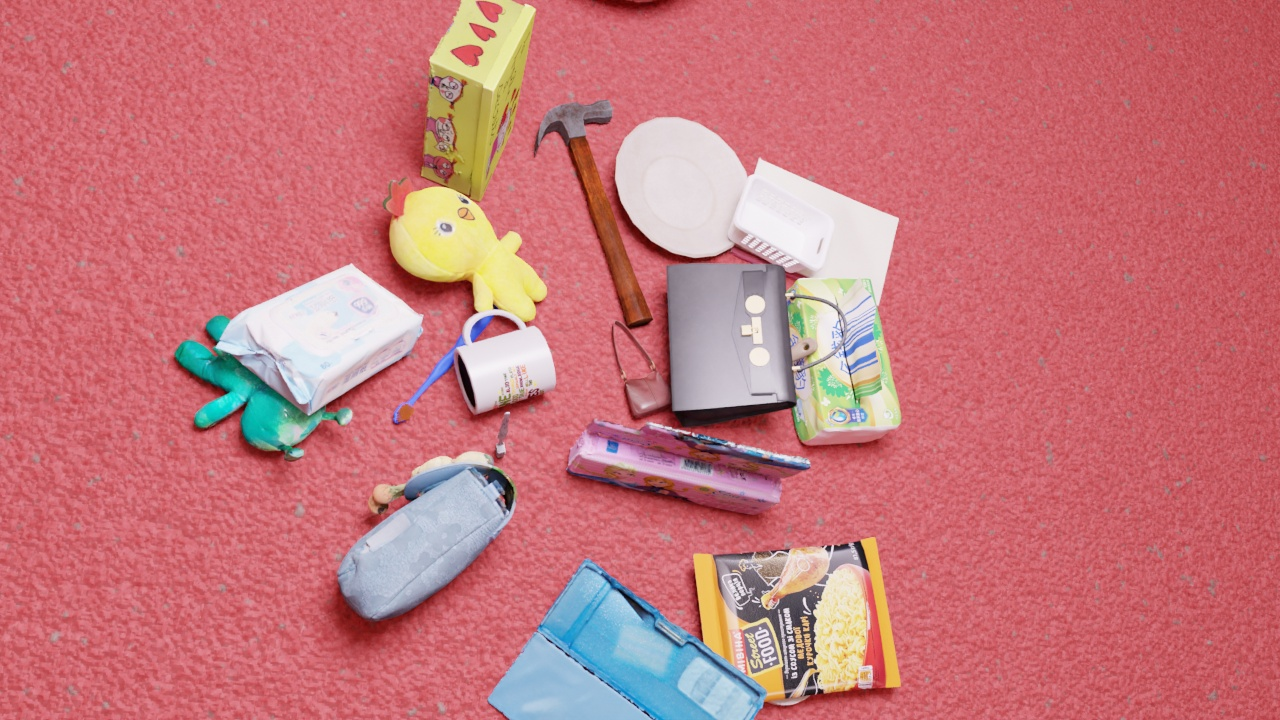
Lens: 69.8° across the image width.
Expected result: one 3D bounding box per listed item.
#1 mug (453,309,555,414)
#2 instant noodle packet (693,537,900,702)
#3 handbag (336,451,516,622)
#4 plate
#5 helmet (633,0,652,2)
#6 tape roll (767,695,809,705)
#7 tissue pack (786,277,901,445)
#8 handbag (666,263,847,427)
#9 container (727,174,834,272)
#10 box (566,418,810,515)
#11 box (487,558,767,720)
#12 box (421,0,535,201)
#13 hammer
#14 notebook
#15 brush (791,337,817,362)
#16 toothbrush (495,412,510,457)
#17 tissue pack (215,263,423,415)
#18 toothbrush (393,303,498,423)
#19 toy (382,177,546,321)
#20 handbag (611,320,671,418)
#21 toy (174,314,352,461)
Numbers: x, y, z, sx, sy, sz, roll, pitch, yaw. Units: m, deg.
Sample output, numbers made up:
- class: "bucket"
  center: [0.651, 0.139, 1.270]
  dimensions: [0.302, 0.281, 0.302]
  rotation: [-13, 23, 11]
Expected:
- class: "mug"
  center: [-0.151, -0.004, 0.991]
  dimensions: [0.089, 0.073, 0.105]
  rotation: [-17, 102, -21]
- class: "instant noodle packet"
  center: [0.171, 0.282, 0.992]
  dimensions: [0.220, 0.032, 0.159]
  rotation: [-2, 73, -16]
- class: "handbag"
  center: [-0.214, 0.164, 0.899]
  dimensions: [0.191, 0.122, 0.118]
  rotation: [-35, 84, -19]
- class: "plate"
  center: [0.052, -0.213, 1.149]
  dimensions: [0.188, 0.027, 0.188]
  rotation: [7, 72, -22]
- class: "helmet"
  center: [-0.021, -0.574, 1.200]
  dimensions: [0.255, 0.153, 0.229]
  rotation: [1, 73, -14]
- class: "tape roll"
  center: [0.154, 0.326, 0.998]
  dimensions: [0.093, 0.013, 0.093]
  rotation: [5, 70, -14]
- class: "tissue pack"
  center: [0.242, -0.010, 1.074]
  dimensions: [0.120, 0.142, 0.197]
  rotation: [-8, 73, -18]
- class: "handbag"
  center: [0.135, -0.025, 1.043]
  dimensions: [0.196, 0.072, 0.175]
  rotation: [-6, 70, 12]
- class: "container"
  center: [0.169, -0.163, 1.140]
  dimensions: [0.129, 0.050, 0.080]
  rotation: [27, 66, -14]
- class: "box"
  center: [0.048, 0.111, 0.966]
  dimensions: [0.230, 0.160, 0.035]
  rotation: [14, 65, -10]
- class: "box"
  center: [-0.013, 0.336, 0.925]
  dimensions: [0.231, 0.033, 0.174]
  rotation: [36, 81, 6]
- class: "box"
  center: [-0.182, -0.289, 1.014]
  dimensions: [0.081, 0.221, 0.124]
  rotation: [22, 64, -8]
- class: "hammer"
  center: [-0.047, -0.180, 1.118]
  dimensions: [0.111, 0.028, 0.300]
  rotation: [-14, 75, -21]
- class: "notebook"
  center: [0.230, -0.163, 1.200]
  dimensions: [0.208, 0.012, 0.152]
  rotation: [22, 67, -7]
- class: "brush"
  center: [0.136, 0.014, 1.064]
  dimensions: [0.151, 0.012, 0.039]
  rotation: [-27, 69, 15]
- class: "toothbrush"
  center: [-0.136, 0.076, 0.914]
  dimensions: [0.010, 0.182, 0.010]
  rotation: [-10, 77, -14]
- class: "tissue pack"
  center: [-0.316, -0.025, 0.926]
  dimensions: [0.112, 0.070, 0.181]
  rotation: [38, 36, 8]
- class: "toothbrush"
  center: [-0.211, -0.001, 1.011]
  dimensions: [0.016, 0.018, 0.182]
  rotation: [48, 63, -23]
- class: "toy"
  center: [-0.196, -0.119, 1.021]
  dimensions: [0.207, 0.092, 0.133]
  rotation: [30, 38, -11]
- class: "handbag"
  center: [-0.006, 0.006, 1.066]
  dimensions: [0.055, 0.029, 0.119]
  rotation: [-18, 71, -23]
- class: "toy"
  center: [-0.386, 0.028, 0.927]
  dimensions: [0.193, 0.072, 0.130]
  rotation: [38, 65, 10]
